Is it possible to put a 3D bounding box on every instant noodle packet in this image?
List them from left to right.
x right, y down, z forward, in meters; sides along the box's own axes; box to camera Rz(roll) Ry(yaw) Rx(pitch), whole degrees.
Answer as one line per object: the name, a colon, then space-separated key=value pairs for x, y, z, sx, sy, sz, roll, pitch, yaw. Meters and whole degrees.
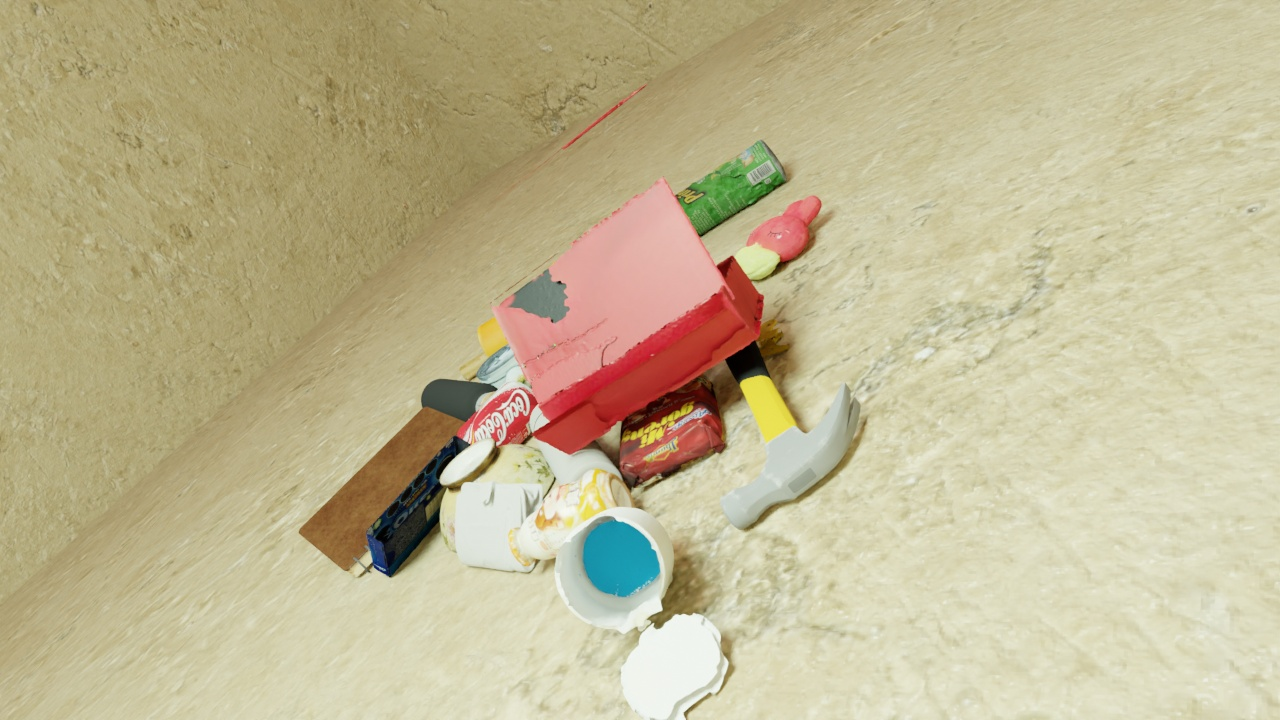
instant noodle packet: x=0.026 y=0.061 z=0.856 sx=0.099 sy=0.040 sz=0.135 roll=-25 pitch=21 yaw=9

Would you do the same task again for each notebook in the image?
notebook: x=-0.302 y=0.156 z=1.129 sx=0.168 sy=0.024 sz=0.225 roll=13 pitch=54 yaw=49

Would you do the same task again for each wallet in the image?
wallet: x=-0.138 y=0.155 z=0.863 sx=0.116 sy=0.032 sz=0.086 roll=-14 pitch=73 yaw=46

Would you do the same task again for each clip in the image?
clip: x=0.122 y=-0.024 z=0.903 sx=0.054 sy=0.044 sz=0.049 roll=-20 pitch=50 yaw=39

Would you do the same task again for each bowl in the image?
bowl: x=-0.165 y=0.129 z=0.969 sx=0.145 sy=0.063 sz=0.145 roll=-31 pitch=22 yaw=14

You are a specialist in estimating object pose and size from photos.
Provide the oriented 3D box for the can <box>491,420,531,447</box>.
can: x=-0.166 y=0.079 z=1.080 sx=0.064 sy=0.064 sz=0.104 roll=-8 pitch=34 yaw=52

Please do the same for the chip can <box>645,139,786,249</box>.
chip can: x=0.101 y=-0.231 z=1.325 sx=0.223 sy=0.075 sz=0.075 roll=-32 pitch=21 yaw=11

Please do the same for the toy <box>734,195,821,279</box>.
toy: x=0.160 y=-0.143 z=1.075 sx=0.135 sy=0.045 sz=0.092 roll=-46 pitch=24 yaw=-11

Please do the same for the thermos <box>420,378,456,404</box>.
thermos: x=-0.228 y=0.058 z=1.226 sx=0.061 sy=0.061 sz=0.232 roll=-45 pitch=22 yaw=-23

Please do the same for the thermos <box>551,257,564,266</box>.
thermos: x=-0.126 y=-0.078 z=1.323 sx=0.233 sy=0.091 sz=0.076 roll=-30 pitch=49 yaw=16

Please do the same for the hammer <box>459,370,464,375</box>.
hammer: x=-0.140 y=-0.071 z=1.418 sx=0.331 sy=0.033 sz=0.132 roll=-34 pitch=22 yaw=6

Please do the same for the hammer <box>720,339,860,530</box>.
hammer: x=0.100 y=0.018 z=0.805 sx=0.127 sy=0.029 sz=0.323 roll=-35 pitch=24 yaw=10

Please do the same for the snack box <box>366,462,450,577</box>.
snack box: x=-0.239 y=0.159 z=1.007 sx=0.149 sy=0.027 sz=0.082 roll=-50 pitch=-17 yaw=-37

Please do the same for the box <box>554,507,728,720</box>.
box: x=0.002 y=0.168 z=0.628 sx=0.083 sy=0.143 sz=0.137 roll=-32 pitch=-9 yaw=2

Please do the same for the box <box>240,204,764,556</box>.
box: x=-0.059 y=-0.010 z=0.685 sx=0.216 sy=0.141 sz=0.509 roll=-32 pitch=-6 yaw=20

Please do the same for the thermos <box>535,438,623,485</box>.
thermos: x=-0.070 y=0.090 z=0.921 sx=0.052 sy=0.052 sz=0.224 roll=-38 pitch=20 yaw=-5

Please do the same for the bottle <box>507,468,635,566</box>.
bottle: x=-0.060 y=0.138 z=0.784 sx=0.109 sy=0.063 sz=0.063 roll=-30 pitch=21 yaw=16
